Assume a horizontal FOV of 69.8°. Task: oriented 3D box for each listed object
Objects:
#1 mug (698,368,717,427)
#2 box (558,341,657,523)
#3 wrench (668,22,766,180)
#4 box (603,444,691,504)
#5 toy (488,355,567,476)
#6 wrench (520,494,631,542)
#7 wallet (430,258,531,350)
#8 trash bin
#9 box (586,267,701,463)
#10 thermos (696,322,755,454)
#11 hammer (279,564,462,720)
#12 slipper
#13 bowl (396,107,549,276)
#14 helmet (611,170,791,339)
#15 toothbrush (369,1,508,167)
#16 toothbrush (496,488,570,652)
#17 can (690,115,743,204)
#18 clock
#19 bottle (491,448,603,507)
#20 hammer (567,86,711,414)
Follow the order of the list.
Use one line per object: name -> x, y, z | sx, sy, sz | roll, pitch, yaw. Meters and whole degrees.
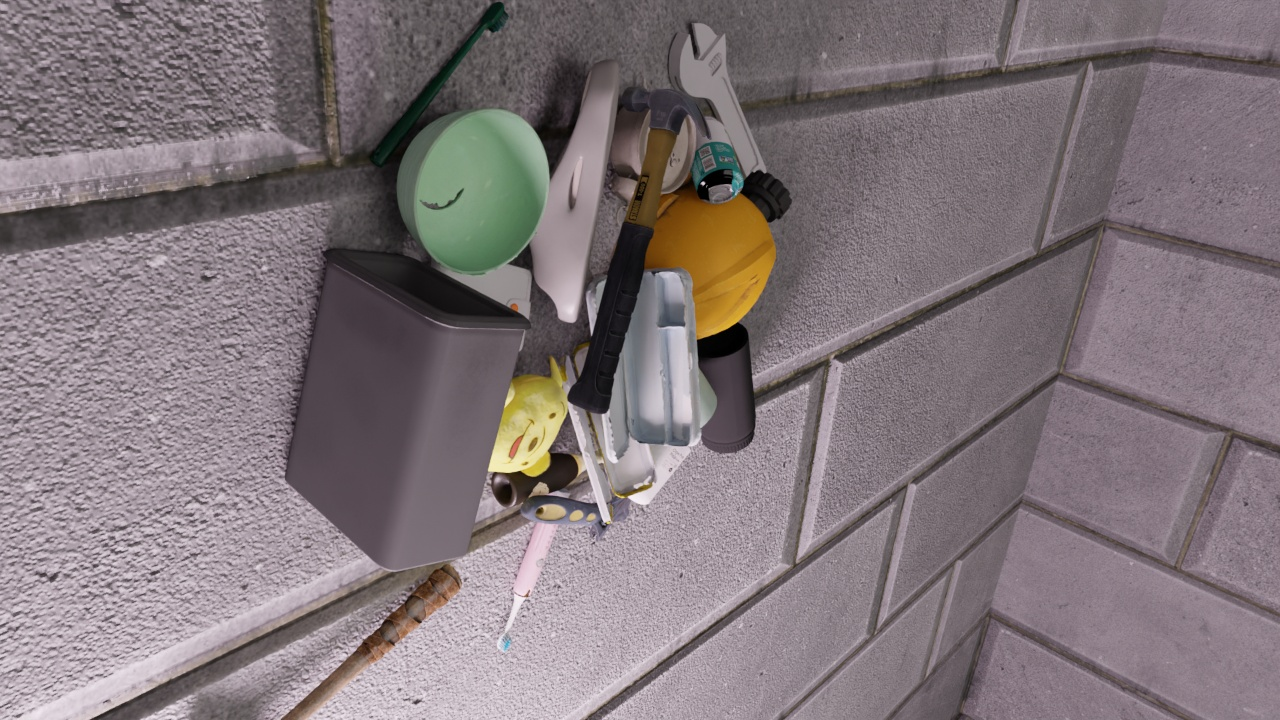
mug -> 0.026, 0.027, 1.137 | 0.084, 0.111, 0.104 | -51, 130, -22
box -> -0.044, 0.082, 1.093 | 0.116, 0.057, 0.210 | -36, 120, -44
wrench -> 0.102, -0.296, 1.124 | 0.086, 0.018, 0.273 | -54, 143, -14
box -> 0.022, 0.103, 1.206 | 0.166, 0.092, 0.083 | -48, 137, -7
toy -> -0.160, 0.063, 0.954 | 0.213, 0.084, 0.149 | -4, 135, -54
wrench -> -0.073, 0.190, 1.145 | 0.073, 0.022, 0.273 | -60, 154, 1
wallet -> -0.162, -0.043, 0.911 | 0.118, 0.038, 0.115 | 11, 85, -48
trash bin -> -0.210, 0.037, 0.797 | 0.097, 0.192, 0.220 | -1, 112, -50
box -> -0.011, 0.008, 1.012 | 0.126, 0.106, 0.215 | -15, 102, -53
thermos -> 0.114, 0.047, 1.275 | 0.085, 0.086, 0.199 | -38, 135, -31
hammer -> -0.314, 0.331, 0.962 | 0.317, 0.049, 0.122 | -41, 134, -30
slipper -> -0.079, -0.173, 0.933 | 0.112, 0.080, 0.266 | -92, -167, -66
bowl -> -0.162, -0.159, 0.835 | 0.150, 0.077, 0.151 | -27, 129, -39
helmet -> 0.091, -0.119, 1.117 | 0.255, 0.131, 0.205 | -50, 141, -17
toothbrush -> -0.177, -0.246, 0.819 | 0.189, 0.016, 0.017 | -55, 146, -12
toothbrush -> -0.137, 0.261, 1.145 | 0.027, 0.026, 0.222 | 15, 98, -41
can -> 0.082, -0.232, 1.062 | 0.055, 0.101, 0.055 | -8, 146, -6
clock -> 0.001, -0.221, 1.011 | 0.103, 0.061, 0.156 | 31, 78, -53
bottle -> -0.094, 0.131, 1.106 | 0.184, 0.045, 0.045 | -14, 120, -46
hammer -> -0.009, -0.109, 0.926 | 0.025, 0.118, 0.333 | 9, 97, -48
